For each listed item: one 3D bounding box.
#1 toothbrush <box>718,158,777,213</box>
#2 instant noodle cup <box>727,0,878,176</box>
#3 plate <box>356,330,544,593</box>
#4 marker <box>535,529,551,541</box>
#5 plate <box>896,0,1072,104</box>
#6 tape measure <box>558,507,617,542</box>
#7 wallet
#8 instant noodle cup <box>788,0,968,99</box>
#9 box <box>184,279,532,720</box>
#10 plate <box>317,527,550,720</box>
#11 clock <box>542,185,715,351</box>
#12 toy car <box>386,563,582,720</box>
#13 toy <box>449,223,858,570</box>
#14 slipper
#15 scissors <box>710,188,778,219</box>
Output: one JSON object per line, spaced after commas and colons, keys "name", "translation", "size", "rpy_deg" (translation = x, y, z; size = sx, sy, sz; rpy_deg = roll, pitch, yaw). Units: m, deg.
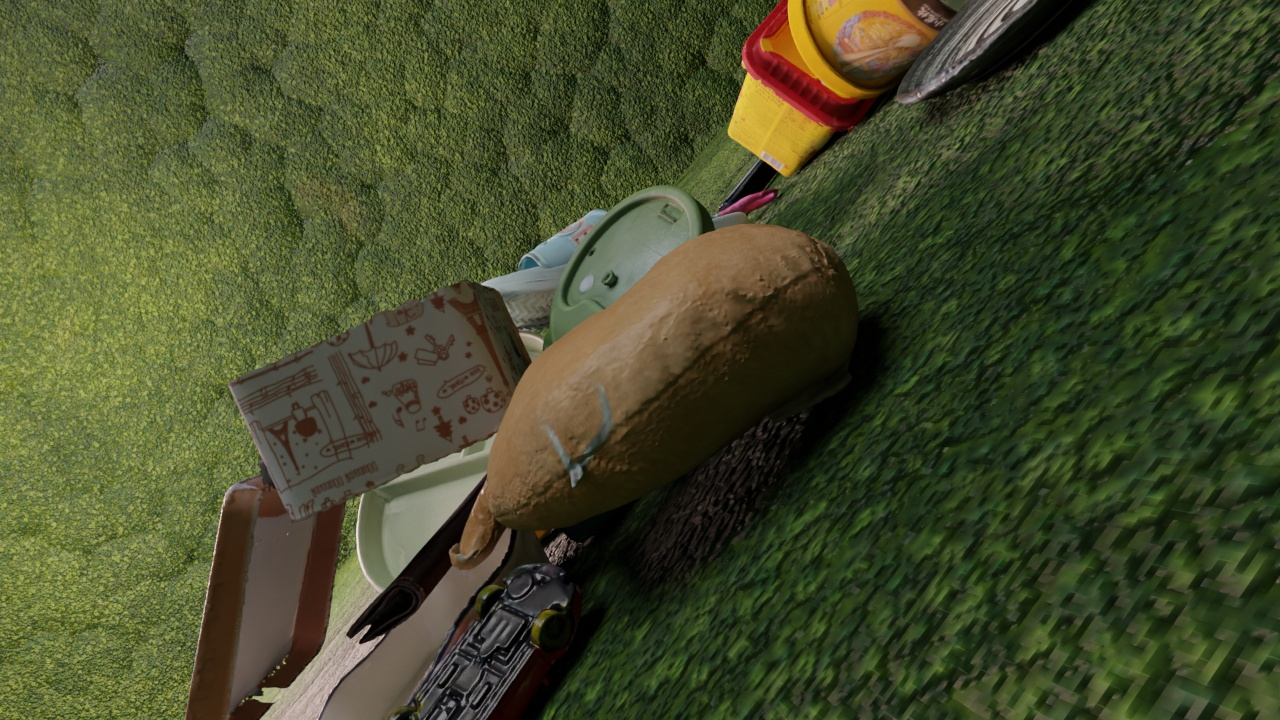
{"name": "toothbrush", "translation": [0.146, -0.222, 0.971], "size": [0.027, 0.026, 0.212], "rpy_deg": [15, 56, 37]}
{"name": "instant noodle cup", "translation": [0.142, -0.237, 0.808], "size": [0.116, 0.116, 0.124], "rpy_deg": [-53, -3, -25]}
{"name": "plate", "translation": [-0.135, 0.079, 0.713], "size": [0.231, 0.027, 0.229], "rpy_deg": [-27, 44, 29]}
{"name": "marker", "translation": [-0.088, 0.132, 0.608], "size": [0.124, 0.015, 0.018], "rpy_deg": [-47, 1, 26]}
{"name": "plate", "translation": [0.223, -0.211, 0.532], "size": [0.179, 0.024, 0.179], "rpy_deg": [-46, 8, 8]}
{"name": "tape measure", "translation": [-0.023, 0.074, 0.499], "size": [0.054, 0.025, 0.058], "rpy_deg": [-53, 5, -14]}
{"name": "wallet", "translation": [-0.115, 0.106, 0.538], "size": [0.097, 0.020, 0.122], "rpy_deg": [-41, 8, 43]}
{"name": "instant noodle cup", "translation": [0.193, -0.276, 0.691], "size": [0.118, 0.118, 0.115], "rpy_deg": [-53, 16, -27]}
{"name": "box", "translation": [-0.163, 0.065, 0.516], "size": [0.271, 0.132, 0.179], "rpy_deg": [-53, 3, 0]}
{"name": "plate", "translation": [-0.118, 0.169, 0.488], "size": [0.205, 0.045, 0.204], "rpy_deg": [-47, 9, 10]}
{"name": "clock", "translation": [-0.003, -0.021, 0.520], "size": [0.161, 0.056, 0.116], "rpy_deg": [-55, 35, 5]}
{"name": "toy car", "translation": [-0.062, 0.133, 0.382], "size": [0.049, 0.031, 0.106], "rpy_deg": [6, 53, 44]}
{"name": "toy", "translation": [-0.012, 0.023, 0.385], "size": [0.226, 0.082, 0.143], "rpy_deg": [-35, -2, 13]}
{"name": "slipper", "translation": [-0.024, -0.087, 0.756], "size": [0.245, 0.074, 0.104], "rpy_deg": [-18, -6, -15]}
{"name": "scissors", "translation": [0.070, -0.130, 0.838], "size": [0.132, 0.017, 0.133], "rpy_deg": [-25, -9, 22]}
